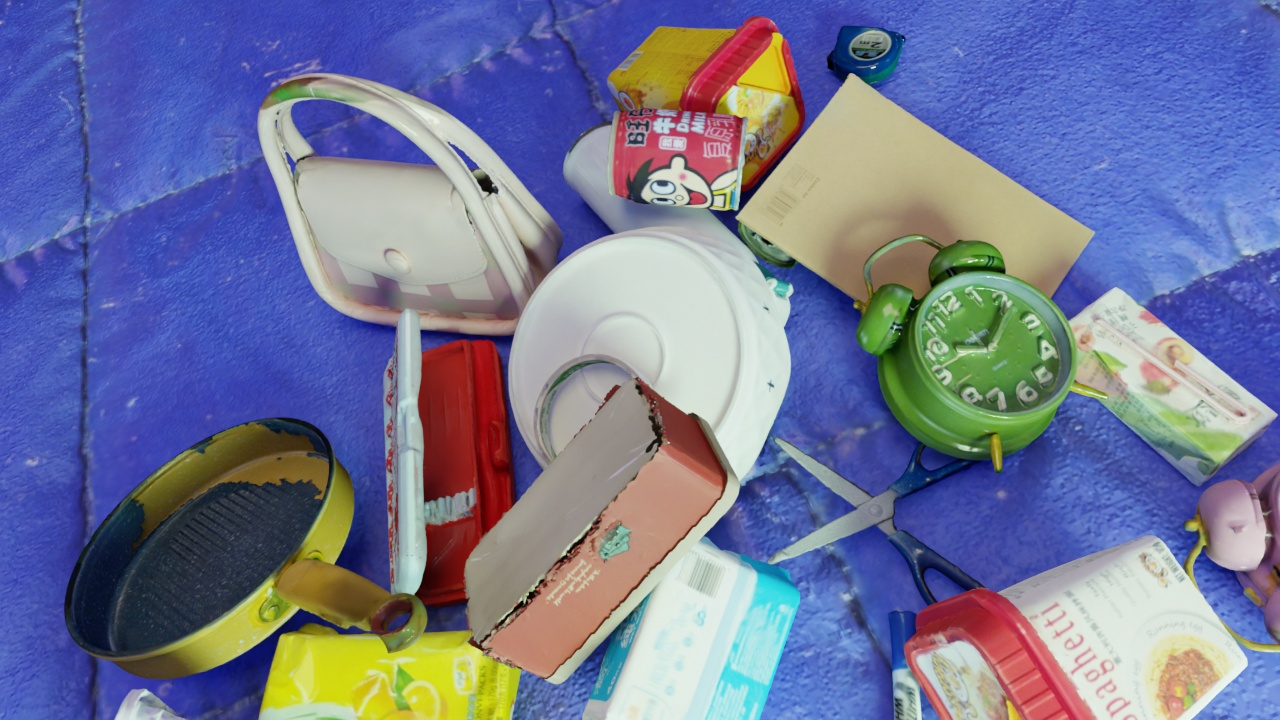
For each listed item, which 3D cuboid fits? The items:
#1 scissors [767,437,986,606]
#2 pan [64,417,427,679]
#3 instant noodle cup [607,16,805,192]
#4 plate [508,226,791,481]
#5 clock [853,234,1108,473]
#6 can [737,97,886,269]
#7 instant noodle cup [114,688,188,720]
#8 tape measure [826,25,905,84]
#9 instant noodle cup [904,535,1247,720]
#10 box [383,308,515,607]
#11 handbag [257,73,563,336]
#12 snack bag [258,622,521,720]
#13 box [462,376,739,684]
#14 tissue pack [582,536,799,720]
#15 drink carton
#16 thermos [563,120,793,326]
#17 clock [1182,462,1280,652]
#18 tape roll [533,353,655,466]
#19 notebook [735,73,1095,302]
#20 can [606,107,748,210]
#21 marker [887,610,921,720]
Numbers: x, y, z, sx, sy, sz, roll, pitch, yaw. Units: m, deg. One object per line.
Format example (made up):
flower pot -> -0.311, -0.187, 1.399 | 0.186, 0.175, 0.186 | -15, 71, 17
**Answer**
scissors -> 0.158, 0.098, 0.569 | 0.173, 0.012, 0.162 | -25, 65, -16
pan -> -0.236, 0.124, 0.571 | 0.358, 0.078, 0.197 | 12, 52, 37
instant noodle cup -> 0.049, -0.209, 0.740 | 0.124, 0.116, 0.116 | 27, 69, 38
plate -> -0.004, 0.004, 0.622 | 0.205, 0.045, 0.204 | -5, 77, 23
clock -> 0.206, -0.013, 0.587 | 0.116, 0.056, 0.161 | -30, 70, -15
can -> 0.139, -0.140, 0.702 | 0.058, 0.058, 0.146 | 32, 72, 27
instant noodle cup -> -0.261, 0.268, 0.513 | 0.060, 0.174, 0.137 | 8, 60, -11
tape measure -> 0.190, -0.258, 0.777 | 0.058, 0.025, 0.054 | 14, 66, 25
instant noodle cup -> 0.225, 0.157, 0.477 | 0.124, 0.117, 0.116 | -25, 72, -15
box -> -0.145, 0.062, 0.632 | 0.095, 0.098, 0.201 | -14, 59, 6
handbag -> -0.176, -0.117, 0.662 | 0.193, 0.234, 0.093 | 7, 61, 17
snack bag -> -0.149, 0.272, 0.528 | 0.158, 0.068, 0.246 | -4, 59, 10
box -> -0.034, 0.093, 0.527 | 0.168, 0.077, 0.091 | -48, 28, 13
tissue pack -> 0.030, 0.169, 0.534 | 0.090, 0.063, 0.139 | 28, 67, -10
drink carton -> 0.323, 0.014, 0.575 | 0.053, 0.045, 0.122 | -33, 59, -8
thermos -> 0.025, -0.092, 0.700 | 0.073, 0.073, 0.224 | -35, 59, -8
clock -> 0.378, 0.105, 0.501 | 0.158, 0.060, 0.117 | -24, 57, 2
tape roll -> -0.030, 0.038, 0.594 | 0.086, 0.014, 0.085 | -5, 79, 24
notebook -> 0.195, -0.096, 0.652 | 0.211, 0.012, 0.149 | 36, 74, 9
can -> 0.026, -0.143, 0.650 | 0.094, 0.067, 0.066 | 6, 62, 5
marker -> 0.152, 0.215, 0.518 | 0.017, 0.017, 0.145 | -2, 60, 13
